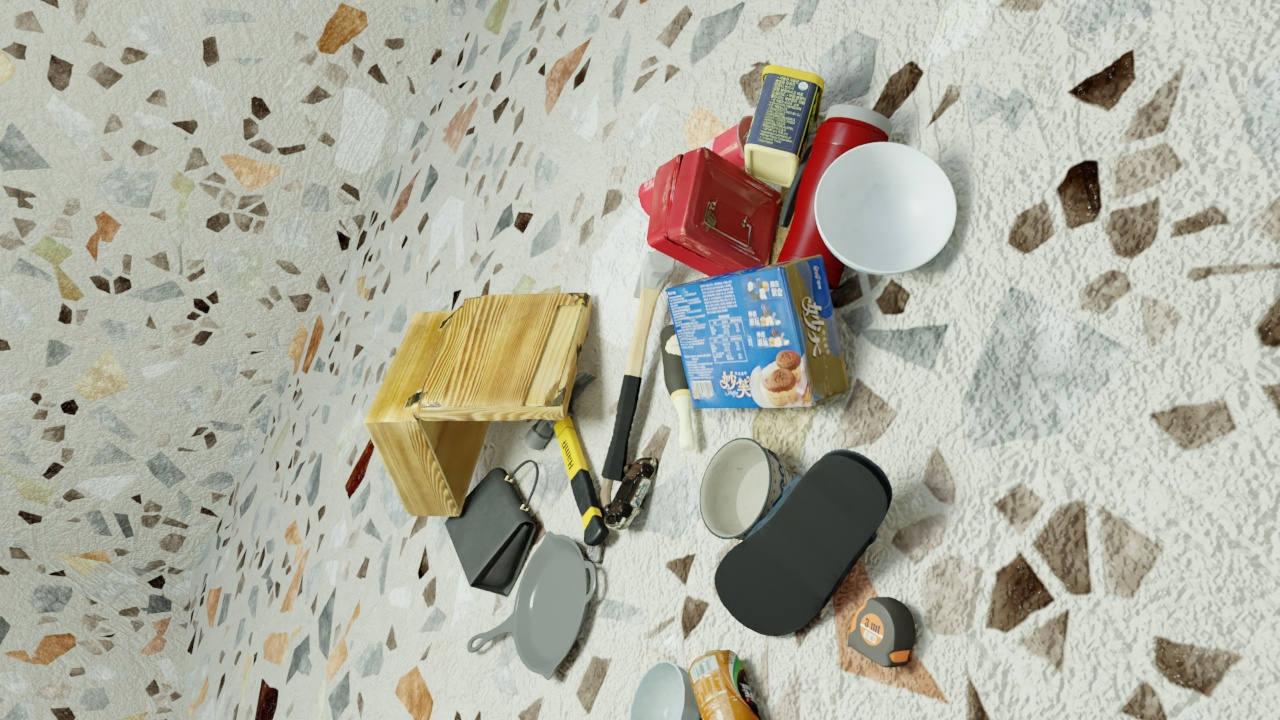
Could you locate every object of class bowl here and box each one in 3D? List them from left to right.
[{"bbox_3d":[0.033,0.399,1.042,0.107,0.039,0.106,-45,31,36],"label":"bowl"},{"bbox_3d":[0.126,0.150,1.035,0.116,0.059,0.115,-33,47,43],"label":"bowl"},{"bbox_3d":[0.255,-0.151,0.983,0.074,0.144,0.143,72,-148,-77],"label":"bowl"}]

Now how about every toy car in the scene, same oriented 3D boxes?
[{"bbox_3d":[-0.010,0.181,1.243,0.049,0.040,0.112,-9,47,54],"label":"toy car"}]

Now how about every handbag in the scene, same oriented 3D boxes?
[{"bbox_3d":[-0.222,0.245,1.495,0.196,0.072,0.176,-58,34,10],"label":"handbag"}]

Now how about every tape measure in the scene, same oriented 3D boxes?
[{"bbox_3d":[0.227,0.250,0.854,0.058,0.038,0.059,17,100,58],"label":"tape measure"}]

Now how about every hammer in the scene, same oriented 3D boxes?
[{"bbox_3d":[-0.096,0.152,1.377,0.170,0.034,0.324,-53,33,21],"label":"hammer"},{"bbox_3d":[-0.008,0.008,1.306,0.131,0.039,0.328,150,132,-82],"label":"hammer"}]

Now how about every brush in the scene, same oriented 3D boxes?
[{"bbox_3d":[-0.055,0.213,1.311,0.039,0.012,0.151,-12,62,53],"label":"brush"}]

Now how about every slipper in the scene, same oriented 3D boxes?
[{"bbox_3d":[0.175,0.182,0.941,0.109,0.083,0.266,42,128,16],"label":"slipper"}]

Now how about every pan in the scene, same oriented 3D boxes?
[{"bbox_3d":[-0.162,0.380,1.362,0.356,0.024,0.216,-37,44,40],"label":"pan"}]

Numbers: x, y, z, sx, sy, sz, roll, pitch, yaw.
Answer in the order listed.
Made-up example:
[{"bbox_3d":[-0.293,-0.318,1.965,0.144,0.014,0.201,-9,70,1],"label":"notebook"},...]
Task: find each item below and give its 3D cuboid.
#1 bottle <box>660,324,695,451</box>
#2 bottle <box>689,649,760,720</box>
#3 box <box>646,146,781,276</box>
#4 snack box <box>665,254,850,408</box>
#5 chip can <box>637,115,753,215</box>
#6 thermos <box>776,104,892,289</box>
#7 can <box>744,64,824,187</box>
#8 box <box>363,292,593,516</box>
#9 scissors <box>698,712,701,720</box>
[{"bbox_3d":[0.055,0.037,1.217,0.046,0.045,0.184,-38,44,39],"label":"bottle"},{"bbox_3d":[0.098,0.383,0.944,0.059,0.059,0.167,-51,37,26],"label":"bottle"},{"bbox_3d":[0.093,-0.183,1.186,0.098,0.157,0.129,-12,61,50],"label":"box"},{"bbox_3d":[0.130,-0.027,1.060,0.203,0.069,0.155,-5,100,55],"label":"snack box"},{"bbox_3d":[0.089,-0.270,1.320,0.234,0.073,0.073,-20,56,51],"label":"chip can"},{"bbox_3d":[0.216,-0.191,1.073,0.108,0.084,0.198,19,90,52],"label":"thermos"},{"bbox_3d":[0.177,-0.289,1.149,0.135,0.075,0.104,38,-112,-81],"label":"can"},{"bbox_3d":[-0.237,0.060,1.509,0.337,0.286,0.278,-2,42,13],"label":"box"},{"bbox_3d":[0.045,0.456,1.032,0.095,0.015,0.142,-11,57,53],"label":"scissors"}]
